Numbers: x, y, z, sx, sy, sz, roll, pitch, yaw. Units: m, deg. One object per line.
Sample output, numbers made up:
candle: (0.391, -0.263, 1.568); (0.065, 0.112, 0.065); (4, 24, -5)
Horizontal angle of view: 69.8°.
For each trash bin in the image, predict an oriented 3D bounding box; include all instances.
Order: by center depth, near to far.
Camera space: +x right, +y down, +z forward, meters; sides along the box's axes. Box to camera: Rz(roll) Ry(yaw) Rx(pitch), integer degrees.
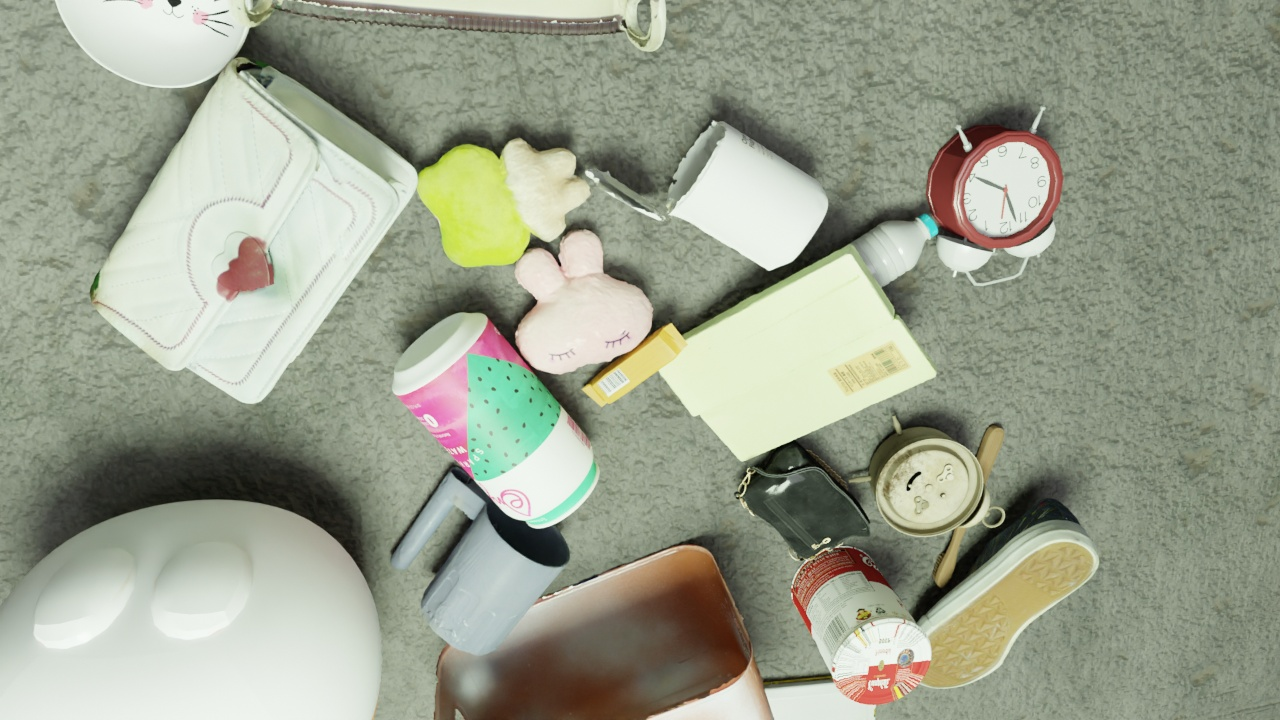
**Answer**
trash bin: (-0.021, 0.299, 0.774); (0.259, 0.181, 0.157); (-22, 115, -1)

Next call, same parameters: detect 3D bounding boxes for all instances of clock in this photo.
clock: (0.281, -0.127, 0.728); (0.096, 0.048, 0.138); (-13, 112, -4)
clock: (0.264, 0.111, 0.816); (0.141, 0.054, 0.093); (28, 105, -11)

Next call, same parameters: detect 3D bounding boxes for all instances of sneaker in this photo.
sneaker: (0.324, 0.217, 0.861); (0.087, 0.079, 0.236); (25, 123, -8)

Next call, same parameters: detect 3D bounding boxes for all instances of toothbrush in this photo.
toothbrush: (0.304, 0.136, 0.854); (0.016, 0.016, 0.167); (10, 107, -13)

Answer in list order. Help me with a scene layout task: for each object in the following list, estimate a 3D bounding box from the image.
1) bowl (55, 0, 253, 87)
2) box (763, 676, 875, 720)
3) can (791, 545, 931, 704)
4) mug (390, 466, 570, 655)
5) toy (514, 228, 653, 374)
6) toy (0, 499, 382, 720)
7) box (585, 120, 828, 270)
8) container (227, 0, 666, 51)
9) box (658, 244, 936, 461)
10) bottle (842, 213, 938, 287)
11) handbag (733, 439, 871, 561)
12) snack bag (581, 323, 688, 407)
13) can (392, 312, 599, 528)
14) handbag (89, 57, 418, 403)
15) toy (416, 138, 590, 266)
bowl: (-0.303, -0.235, 0.584); (0.114, 0.050, 0.115); (-3, 112, -8)
box: (0.128, 0.373, 0.907); (0.209, 0.045, 0.128); (-2, 114, -9)
can: (0.193, 0.233, 0.817); (0.086, 0.116, 0.087); (-3, 112, -9)
mug: (-0.137, 0.166, 0.763); (0.124, 0.083, 0.104); (38, 104, 4)
toy: (-0.050, -0.045, 0.705); (0.108, 0.053, 0.105); (-22, 98, 1)
toy: (-0.319, 0.245, 0.659); (0.262, 0.265, 0.281); (-3, 127, -6)
box: (0.050, -0.127, 0.672); (0.165, 0.084, 0.095); (30, 112, -17)
container: (-0.109, -0.265, 0.543); (0.251, 0.185, 0.143); (0, 99, -11)
box: (0.120, 0.004, 0.728); (0.188, 0.029, 0.138); (-27, 115, 27)
bottle: (0.174, -0.072, 0.733); (0.136, 0.044, 0.044); (-33, 113, 4)
handbag: (0.140, 0.127, 0.802); (0.079, 0.054, 0.128); (-41, 114, 12)
snack bag: (-0.004, 0.004, 0.732); (0.099, 0.020, 0.026); (-37, 102, 28)
can: (-0.109, 0.047, 0.708); (0.088, 0.088, 0.166); (-35, 113, 5)
handbag: (-0.262, -0.084, 0.620); (0.142, 0.096, 0.199); (34, 109, -17)
toy: (-0.097, -0.118, 0.667); (0.118, 0.043, 0.092); (-20, 107, 4)
